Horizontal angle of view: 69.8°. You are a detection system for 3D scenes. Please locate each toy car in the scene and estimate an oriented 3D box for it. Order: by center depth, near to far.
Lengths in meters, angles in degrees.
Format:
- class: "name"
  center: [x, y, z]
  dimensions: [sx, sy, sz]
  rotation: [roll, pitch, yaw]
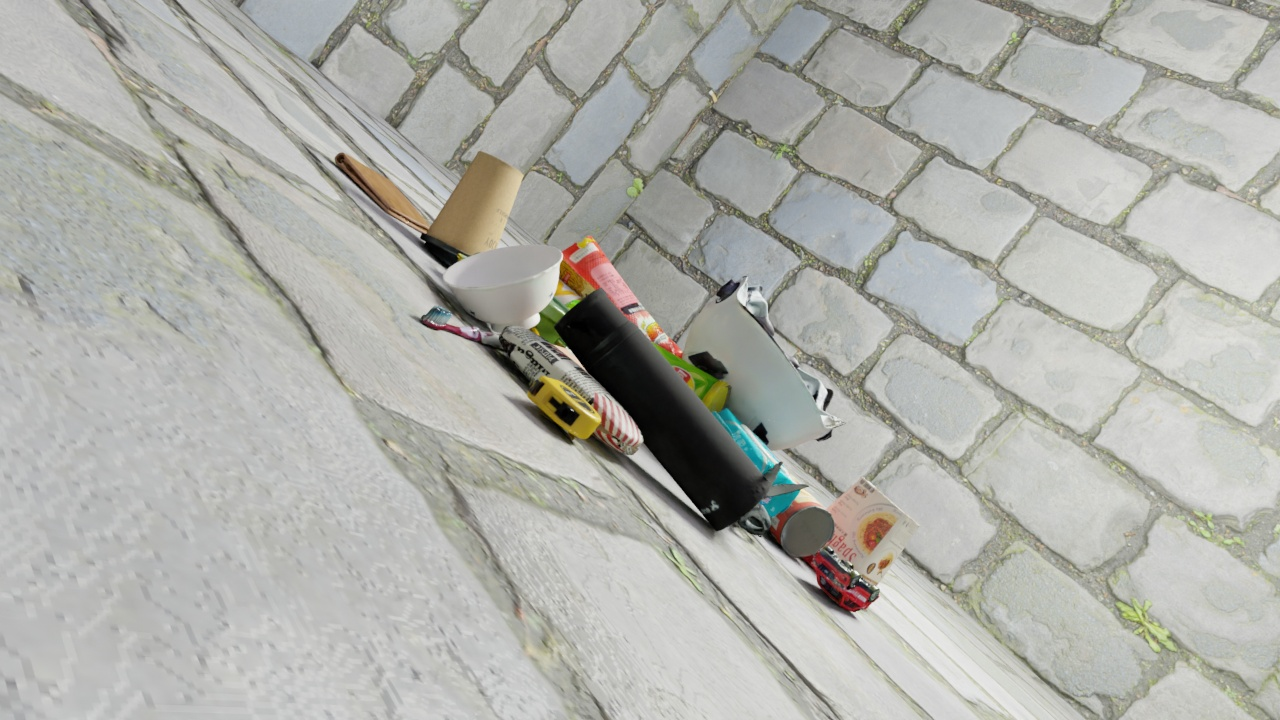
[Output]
- class: "toy car"
  center: [0.221, 0.242, 0.998]
  dimensions: [0.053, 0.045, 0.120]
  rotation: [41, -2, 41]

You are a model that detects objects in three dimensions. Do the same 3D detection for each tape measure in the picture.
- class: "tape measure"
  center: [-0.061, 0.040, 0.733]
  dimensions: [0.057, 0.029, 0.060]
  rotation: [40, 4, 14]

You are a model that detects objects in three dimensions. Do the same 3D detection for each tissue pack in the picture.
- class: "tissue pack"
  center: [0.120, 0.112, 1.010]
  dimensions: [0.093, 0.050, 0.133]
  rotation: [54, 7, 34]

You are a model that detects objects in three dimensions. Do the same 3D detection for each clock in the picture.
- class: "clock"
  center: [-0.141, -0.070, 1.016]
  dimensions: [0.161, 0.056, 0.116]
  rotation: [42, 4, 20]

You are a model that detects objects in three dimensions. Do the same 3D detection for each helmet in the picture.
- class: "helmet"
  center: [0.134, 0.022, 1.153]
  dimensions: [0.229, 0.146, 0.258]
  rotation: [54, 13, -5]

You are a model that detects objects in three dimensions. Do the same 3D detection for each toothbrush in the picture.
- class: "toothbrush"
  center: [-0.142, -0.026, 0.796]
  dimensions: [0.016, 0.017, 0.187]
  rotation: [42, 5, 14]

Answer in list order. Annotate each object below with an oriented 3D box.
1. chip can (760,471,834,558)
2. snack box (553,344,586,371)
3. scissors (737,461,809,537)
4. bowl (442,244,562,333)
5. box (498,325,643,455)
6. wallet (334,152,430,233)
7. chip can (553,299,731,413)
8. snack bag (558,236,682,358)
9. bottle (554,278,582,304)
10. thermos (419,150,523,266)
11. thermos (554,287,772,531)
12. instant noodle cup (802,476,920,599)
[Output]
- class: "chip can"
  center: [0.161, 0.162, 1.147]
  dimensions: [0.073, 0.073, 0.216]
  rotation: [38, 5, -25]
- class: "snack box"
  center: [-0.065, 0.020, 0.936]
  dimensions: [0.084, 0.026, 0.157]
  rotation: [41, 4, 10]
- class: "scissors"
  center: [0.110, 0.131, 0.909]
  dimensions: [0.163, 0.014, 0.165]
  rotation: [20, -32, 38]
- class: "bowl"
  center: [-0.130, -0.065, 0.908]
  dimensions: [0.118, 0.118, 0.065]
  rotation: [-133, -150, -60]
- class: "box"
  center: [-0.064, 0.028, 0.814]
  dimensions: [0.164, 0.051, 0.068]
  rotation: [42, -9, 17]
- class: "wallet"
  center: [-0.322, -0.208, 1.160]
  dimensions: [0.115, 0.020, 0.101]
  rotation: [44, 6, 19]
- class: "chip can"
  center: [-0.006, 0.006, 1.062]
  dimensions: [0.221, 0.072, 0.072]
  rotation: [30, 1, 18]
- class: "snack bag"
  center: [-0.022, -0.069, 1.205]
  dimensions: [0.208, 0.073, 0.128]
  rotation: [45, 12, 9]
- class: "bottle"
  center: [-0.098, -0.055, 1.169]
  dimensions: [0.189, 0.068, 0.068]
  rotation: [41, 4, 16]
- class: "thermos"
  center: [-0.197, -0.171, 1.095]
  dimensions: [0.093, 0.143, 0.093]
  rotation: [27, 0, 0]
- class: "thermos"
  center: [0.016, 0.046, 0.862]
  dimensions: [0.242, 0.068, 0.090]
  rotation: [51, -22, 3]
- class: "instant noodle cup"
  center: [0.270, 0.220, 1.138]
  dimensions: [0.116, 0.124, 0.116]
  rotation: [43, 5, 35]
